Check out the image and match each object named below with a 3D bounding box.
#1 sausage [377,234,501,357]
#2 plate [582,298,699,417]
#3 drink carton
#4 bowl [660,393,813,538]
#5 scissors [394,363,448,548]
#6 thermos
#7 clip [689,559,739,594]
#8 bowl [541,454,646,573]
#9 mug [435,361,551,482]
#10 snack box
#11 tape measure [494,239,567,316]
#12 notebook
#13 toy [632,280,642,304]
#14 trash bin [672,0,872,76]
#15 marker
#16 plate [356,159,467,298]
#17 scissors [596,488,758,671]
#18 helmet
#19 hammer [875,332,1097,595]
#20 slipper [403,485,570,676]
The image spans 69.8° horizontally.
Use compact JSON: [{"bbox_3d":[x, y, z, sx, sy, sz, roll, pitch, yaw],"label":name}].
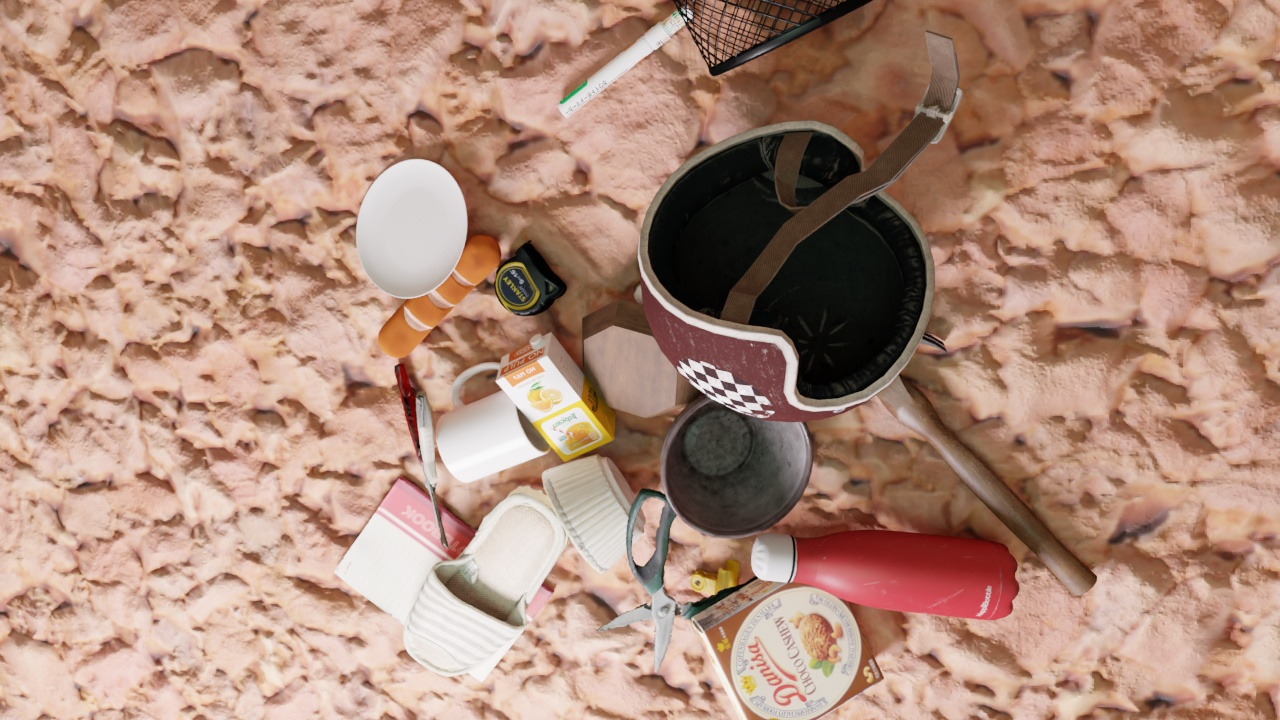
[{"bbox_3d":[-0.198,-0.064,0.903,0.164,0.044,0.039,-41,119,19],"label":"sausage"},{"bbox_3d":[-0.005,0.005,0.866,0.131,0.025,0.131,15,127,20],"label":"plate"},{"bbox_3d":[-0.082,0.034,0.886,0.059,0.040,0.122,-25,121,18],"label":"drink carton"},{"bbox_3d":[0.082,0.087,0.863,0.145,0.067,0.145,-3,103,-12],"label":"bowl"},{"bbox_3d":[-0.218,0.088,0.923,0.015,0.180,0.198,-14,72,-22],"label":"scissors"},{"bbox_3d":[0.222,0.193,0.851,0.240,0.073,0.073,6,107,-3],"label":"thermos"},{"bbox_3d":[0.076,0.231,0.939,0.048,0.046,0.054,-1,108,-14],"label":"clip"},{"bbox_3d":[-0.040,0.143,0.899,0.062,0.115,0.115,-31,97,2],"label":"bowl"},{"bbox_3d":[-0.150,0.056,0.919,0.091,0.073,0.110,-22,74,16],"label":"mug"},{"bbox_3d":[0.145,0.283,0.901,0.147,0.041,0.143,-27,100,-10],"label":"snack box"},{"bbox_3d":[-0.110,-0.073,0.888,0.061,0.034,0.061,-38,87,15],"label":"tape measure"},{"bbox_3d":[-0.218,0.243,1.010,0.209,0.012,0.153,37,109,-1],"label":"notebook"},{"bbox_3d":[0.036,-0.022,0.869,0.123,0.037,0.079,32,117,14],"label":"toy"},{"bbox_3d":[0.079,-0.349,0.704,0.184,0.183,0.210,-22,106,16],"label":"trash bin"},{"bbox_3d":[-0.014,-0.268,0.823,0.146,0.017,0.017,-33,97,18],"label":"marker"},{"bbox_3d":[-0.220,-0.127,0.890,0.135,0.011,0.134,-1,87,26],"label":"plate"},{"bbox_3d":[0.055,0.213,0.895,0.204,0.015,0.202,-3,110,-19],"label":"scissors"},{"bbox_3d":[0.119,-0.075,0.730,0.234,0.253,0.233,9,66,29],"label":"helmet"},{"bbox_3d":[0.305,0.097,0.853,0.323,0.033,0.115,45,111,-4],"label":"hammer"},{"bbox_3d":[-0.165,0.240,0.956,0.114,0.054,0.273,37,114,-5],"label":"slipper"}]
